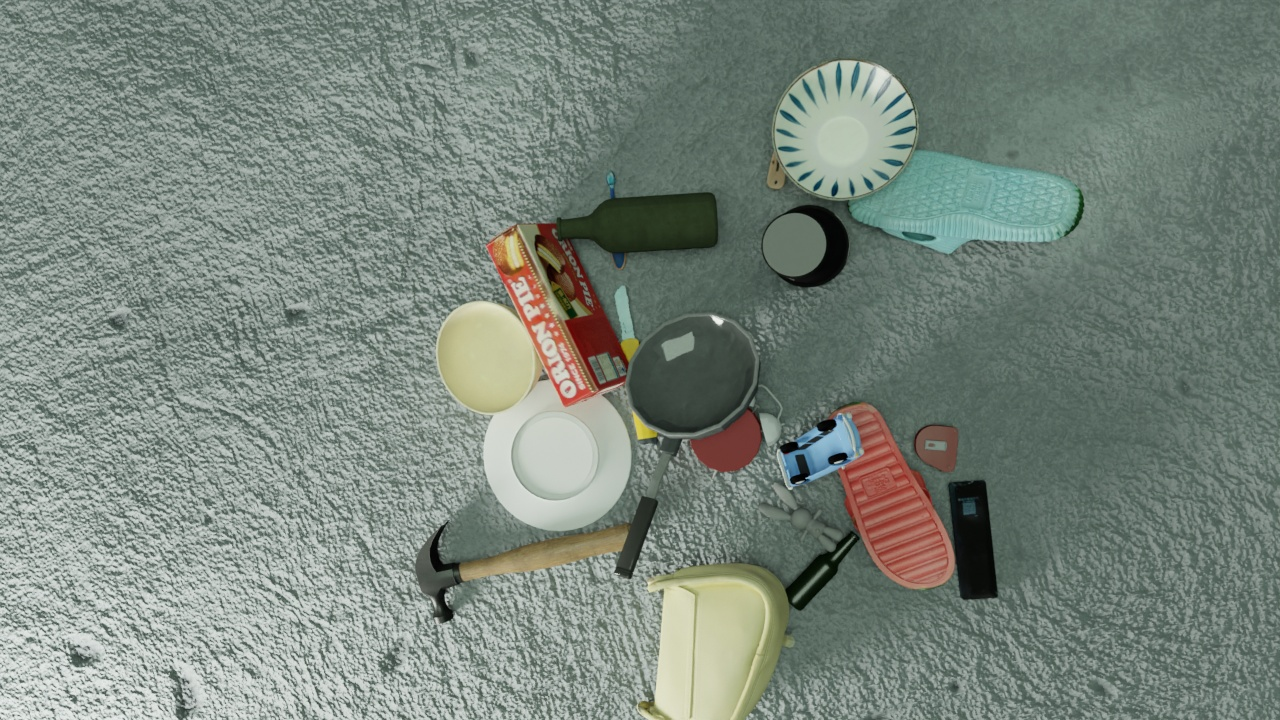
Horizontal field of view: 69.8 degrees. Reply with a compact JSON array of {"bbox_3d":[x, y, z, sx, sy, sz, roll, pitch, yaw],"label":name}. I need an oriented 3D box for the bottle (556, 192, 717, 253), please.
[{"bbox_3d":[-0.005,-0.177,1.192,0.207,0.071,0.071,-3,90,2],"label":"bottle"}]

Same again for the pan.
[{"bbox_3d":[0.040,0.102,1.147,0.179,0.041,0.356,10,67,28],"label":"pan"}]

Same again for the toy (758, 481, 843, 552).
[{"bbox_3d":[0.208,0.205,1.187,0.112,0.030,0.049,33,96,19],"label":"toy"}]

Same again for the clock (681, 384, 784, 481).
[{"bbox_3d":[0.121,0.090,1.197,0.138,0.048,0.096,-41,84,7],"label":"clock"}]

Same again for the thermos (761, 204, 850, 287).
[{"bbox_3d":[0.195,-0.138,1.101,0.106,0.218,0.106,2,97,15],"label":"thermos"}]

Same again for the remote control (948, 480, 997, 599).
[{"bbox_3d":[0.422,0.228,1.163,0.047,0.022,0.150,-7,89,10],"label":"remote control"}]

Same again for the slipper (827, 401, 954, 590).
[{"bbox_3d":[0.311,0.173,1.163,0.103,0.059,0.248,-27,71,10],"label":"slipper"}]

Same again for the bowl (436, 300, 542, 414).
[{"bbox_3d":[-0.190,-0.009,1.226,0.151,0.075,0.151,4,102,21],"label":"bowl"}]

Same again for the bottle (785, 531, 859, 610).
[{"bbox_3d":[0.237,0.270,1.189,0.033,0.033,0.123,42,96,6],"label":"bottle"}]

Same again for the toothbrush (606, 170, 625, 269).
[{"bbox_3d":[-0.034,-0.190,1.235,0.021,0.017,0.135,-6,89,7],"label":"toothbrush"}]

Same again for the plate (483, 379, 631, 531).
[{"bbox_3d":[-0.116,0.130,1.253,0.209,0.015,0.208,0,91,9],"label":"plate"}]

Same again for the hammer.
[{"bbox_3d":[-0.157,0.264,1.249,0.306,0.040,0.132,-14,94,9],"label":"hammer"}]

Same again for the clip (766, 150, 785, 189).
[{"bbox_3d":[0.180,-0.253,1.193,0.026,0.049,0.061,12,65,8],"label":"clip"}]

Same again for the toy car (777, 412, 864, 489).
[{"bbox_3d":[0.226,0.113,1.142,0.054,0.154,0.056,-5,69,-28],"label":"toy car"}]

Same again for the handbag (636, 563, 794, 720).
[{"bbox_3d":[0.093,0.373,1.183,0.191,0.088,0.233,7,94,25],"label":"handbag"}]

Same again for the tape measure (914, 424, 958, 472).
[{"bbox_3d":[0.376,0.112,1.170,0.051,0.019,0.059,4,91,9],"label":"tape measure"}]

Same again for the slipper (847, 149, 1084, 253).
[{"bbox_3d":[0.398,-0.194,1.137,0.276,0.069,0.116,13,82,27],"label":"slipper"}]

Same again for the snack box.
[{"bbox_3d":[-0.102,-0.063,1.194,0.060,0.113,0.236,-27,86,26],"label":"snack box"}]

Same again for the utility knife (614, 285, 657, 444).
[{"bbox_3d":[-0.007,0.007,1.233,0.030,0.019,0.218,-10,94,4],"label":"utility knife"}]

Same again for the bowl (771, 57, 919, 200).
[{"bbox_3d":[0.255,-0.283,1.158,0.177,0.071,0.177,0,88,10],"label":"bowl"}]
